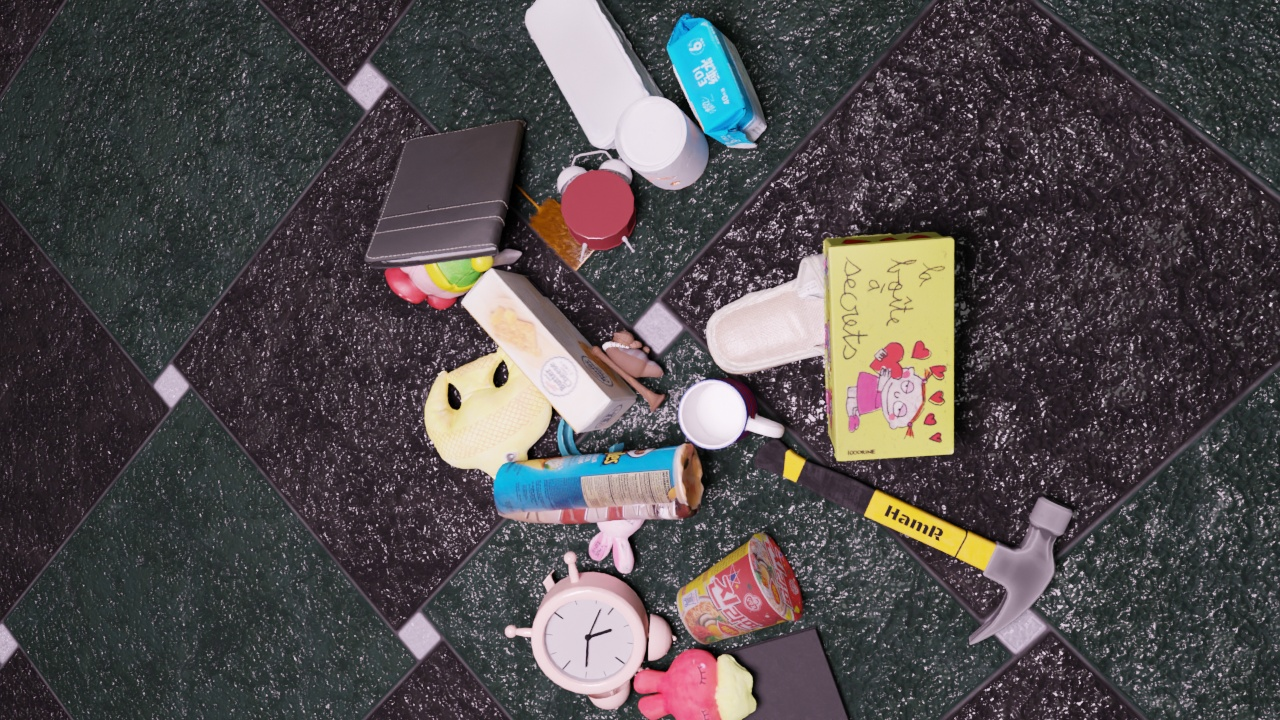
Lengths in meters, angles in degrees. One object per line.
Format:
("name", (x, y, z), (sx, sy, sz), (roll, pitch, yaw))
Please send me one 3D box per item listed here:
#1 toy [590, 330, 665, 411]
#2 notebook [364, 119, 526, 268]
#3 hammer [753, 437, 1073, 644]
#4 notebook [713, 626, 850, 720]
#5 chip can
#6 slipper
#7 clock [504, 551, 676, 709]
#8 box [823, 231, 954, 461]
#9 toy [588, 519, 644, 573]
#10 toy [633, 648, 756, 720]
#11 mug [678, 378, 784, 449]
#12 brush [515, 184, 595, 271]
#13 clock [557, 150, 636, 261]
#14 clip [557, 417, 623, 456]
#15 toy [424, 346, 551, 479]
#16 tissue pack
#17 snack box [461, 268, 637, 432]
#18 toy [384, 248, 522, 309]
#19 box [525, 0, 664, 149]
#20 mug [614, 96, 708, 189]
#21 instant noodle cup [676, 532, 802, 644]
("toy", (-0.006, 0.006, 1.057), (0.102, 0.042, 0.054), (40, 62, 4))
("notebook", (-0.227, -0.195, 1.074), (0.170, 0.029, 0.208), (-6, 51, 16))
("hammer", (0.273, 0.169, 0.982), (0.325, 0.034, 0.170), (24, 98, 17))
("notebook", (0.155, 0.432, 1.024), (0.169, 0.019, 0.231), (-21, 84, 15))
("chip can", (-0.047, 0.140, 1.012), (0.230, 0.079, 0.080), (-8, 88, 23))
("slipper", (0.198, -0.057, 0.992), (0.273, 0.054, 0.114), (-22, 89, 16))
("clock", (-0.055, 0.312, 1.065), (0.160, 0.086, 0.131), (38, 101, 4))
("box", (0.248, -0.017, 0.923), (0.124, 0.079, 0.221), (-2, 107, 4))
("toy", (-0.028, 0.188, 1.064), (0.064, 0.047, 0.110), (10, 97, 25))
("toy", (0.060, 0.367, 1.016), (0.135, 0.045, 0.091), (-2, 87, 9))
("mug", (0.104, 0.062, 1.006), (0.112, 0.076, 0.075), (16, 95, 16))
("brush", (-0.107, -0.166, 1.099), (0.126, 0.017, 0.048), (46, 102, 12))
("clock", (-0.049, -0.183, 1.058), (0.087, 0.044, 0.124), (-10, 77, 2))
("clip", (-0.059, 0.120, 1.073), (0.119, 0.033, 0.120), (-16, 82, 32))
("toy", (-0.178, 0.067, 1.100), (0.171, 0.064, 0.154), (-23, 78, 15))
("tissue pack", (0.082, -0.301, 1.003), (0.062, 0.092, 0.144), (-24, 83, 23))
("snack box", (-0.103, -0.012, 1.054), (0.057, 0.104, 0.208), (-45, 78, 12))
("toy", (-0.215, -0.106, 1.081), (0.132, 0.124, 0.096), (-41, 50, 28))
("box", (-0.058, -0.351, 1.067), (0.118, 0.063, 0.213), (-31, 82, 17))
("mug", (0.025, -0.238, 1.012), (0.082, 0.105, 0.082), (0, 90, 16))
("instant noodle cup", (0.104, 0.259, 1.003), (0.113, 0.100, 0.100), (-33, 81, 22))
